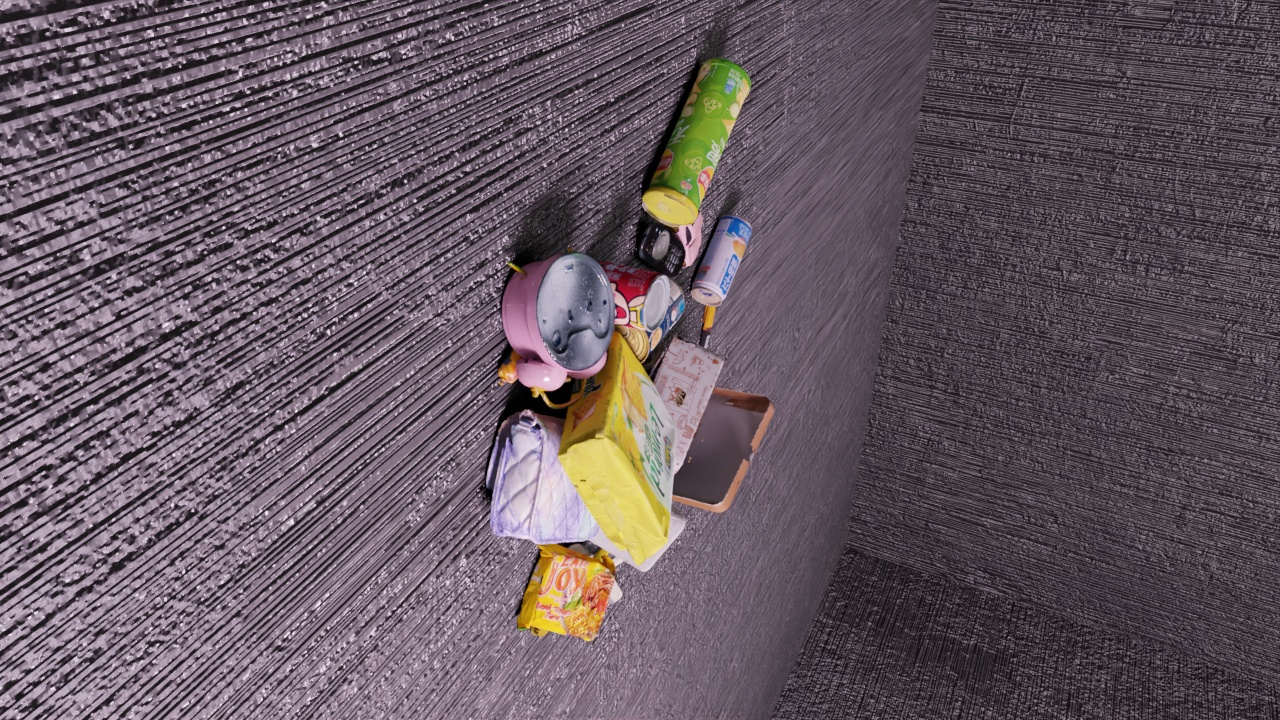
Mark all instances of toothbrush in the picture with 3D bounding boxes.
[{"bbox_3d":[-0.074,0.282,1.187,0.189,0.017,0.016,-46,124,-29],"label":"toothbrush"}]

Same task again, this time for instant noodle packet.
[{"bbox_3d":[-0.090,0.285,1.130,0.128,0.044,0.110,27,74,-43],"label":"instant noodle packet"}]

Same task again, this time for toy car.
[{"bbox_3d":[0.065,-0.176,1.250,0.056,0.037,0.122,-61,156,-26],"label":"toy car"}]

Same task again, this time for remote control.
[{"bbox_3d":[0.024,-0.143,1.186,0.053,0.024,0.136,-65,155,-1],"label":"remote control"}]

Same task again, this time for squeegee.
[{"bbox_3d":[0.007,0.217,1.306,0.246,0.039,0.247,-55,152,-19],"label":"squeegee"}]

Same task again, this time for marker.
[{"bbox_3d":[0.102,-0.038,1.461,0.018,0.015,0.124,-24,129,-61],"label":"marker"}]

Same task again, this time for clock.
[{"bbox_3d":[-0.080,-0.030,0.915,0.117,0.060,0.158,-23,108,-51],"label":"clock"}]

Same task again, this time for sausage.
[{"bbox_3d":[-0.104,-0.039,0.951,0.164,0.021,0.021,-62,155,-31],"label":"sausage"}]

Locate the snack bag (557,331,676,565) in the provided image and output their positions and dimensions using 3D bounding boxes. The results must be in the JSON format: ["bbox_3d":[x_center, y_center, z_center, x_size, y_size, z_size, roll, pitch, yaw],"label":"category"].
[{"bbox_3d":[-0.023,0.085,1.003,0.158,0.068,0.246,61,18,-25],"label":"snack bag"}]

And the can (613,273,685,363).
[{"bbox_3d":[0.000,-0.052,1.121,0.110,0.075,0.075,-49,147,-47],"label":"can"}]

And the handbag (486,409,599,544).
[{"bbox_3d":[-0.097,0.130,1.010,0.193,0.076,0.134,27,73,-69],"label":"handbag"}]

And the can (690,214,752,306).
[{"bbox_3d":[0.122,-0.150,1.379,0.134,0.053,0.053,-67,157,-20],"label":"can"}]

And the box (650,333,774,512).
[{"bbox_3d":[0.076,0.098,1.231,0.153,0.178,0.182,117,-2,-67],"label":"box"}]

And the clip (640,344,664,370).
[{"bbox_3d":[-0.003,0.010,1.212,0.104,0.035,0.083,-68,157,-4],"label":"clip"}]

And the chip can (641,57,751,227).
[{"bbox_3d":[0.073,-0.278,1.155,0.221,0.073,0.072,-68,157,-18],"label":"chip can"}]

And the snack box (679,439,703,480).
[{"bbox_3d":[0.064,0.121,1.433,0.125,0.053,0.113,-50,148,-37],"label":"snack box"}]

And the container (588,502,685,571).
[{"bbox_3d":[-0.023,0.192,1.147,0.114,0.090,0.090,35,96,-40],"label":"container"}]

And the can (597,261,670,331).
[{"bbox_3d":[-0.022,-0.074,1.029,0.066,0.094,0.067,-47,145,-49],"label":"can"}]
